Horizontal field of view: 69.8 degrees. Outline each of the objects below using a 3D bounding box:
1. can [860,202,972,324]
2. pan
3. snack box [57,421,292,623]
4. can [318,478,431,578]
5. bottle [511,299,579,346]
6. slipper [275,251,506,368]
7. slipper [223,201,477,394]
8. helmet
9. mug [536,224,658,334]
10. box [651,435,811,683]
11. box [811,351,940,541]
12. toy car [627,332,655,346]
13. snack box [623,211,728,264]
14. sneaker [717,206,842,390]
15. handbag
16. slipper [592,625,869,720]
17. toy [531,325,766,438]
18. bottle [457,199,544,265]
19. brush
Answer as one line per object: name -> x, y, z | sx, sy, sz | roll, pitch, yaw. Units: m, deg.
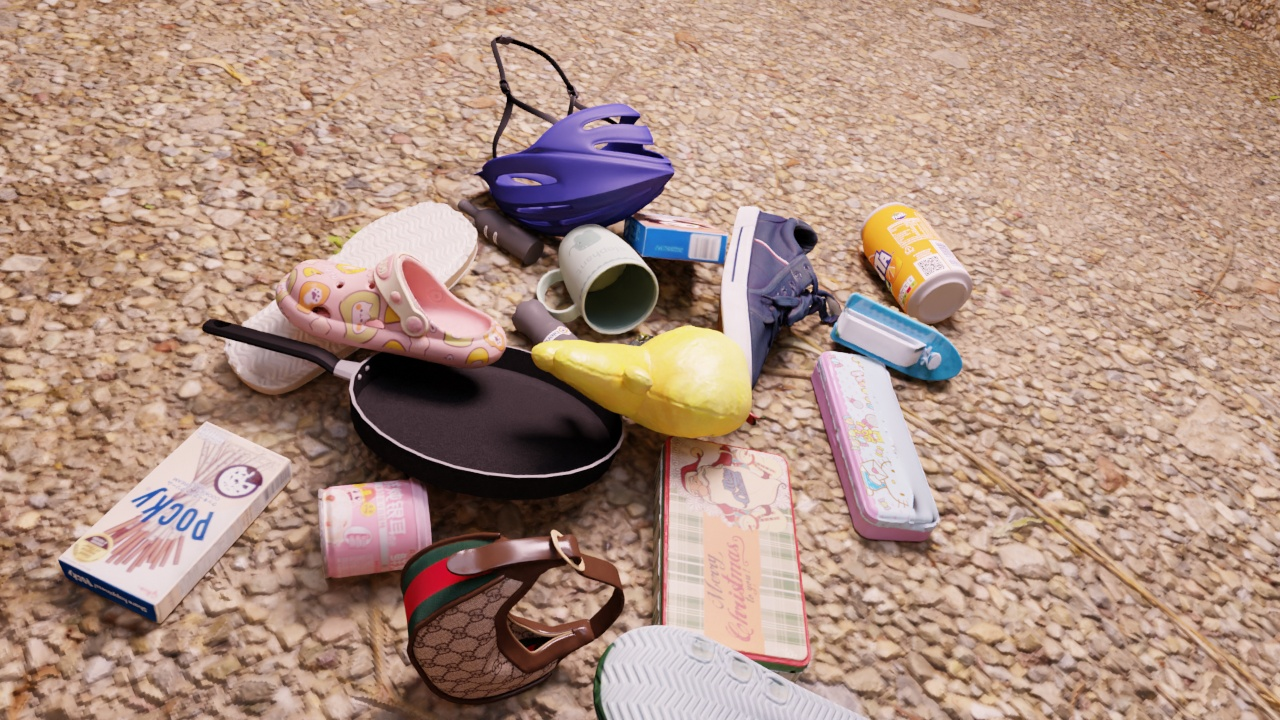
can -> 0.314, -0.114, 1.057 | 0.079, 0.079, 0.142 | -3, 45, -18
pan -> -0.189, 0.027, 0.761 | 0.356, 0.034, 0.225 | 15, 23, -1
snack box -> -0.339, 0.115, 0.681 | 0.082, 0.026, 0.149 | 22, 42, 7
can -> -0.196, 0.124, 0.679 | 0.076, 0.067, 0.067 | -4, 46, -18
bottle -> -0.081, -0.016, 0.880 | 0.036, 0.036, 0.110 | -25, 55, -34
slipper -> -0.207, -0.055, 0.787 | 0.197, 0.082, 0.093 | 16, 25, -8
slipper -> -0.264, -0.059, 0.867 | 0.114, 0.054, 0.271 | 32, 54, 17
helmet -> -0.082, -0.248, 0.986 | 0.242, 0.228, 0.147 | -6, 8, 32
mug -> -0.052, -0.081, 0.934 | 0.111, 0.084, 0.104 | -29, 44, -6
box -> 0.068, 0.154, 0.732 | 0.117, 0.050, 0.205 | 9, 44, -4
box -> 0.218, 0.074, 0.865 | 0.076, 0.036, 0.213 | 5, 43, -10
toy car -> -0.005, 0.005, 0.884 | 0.039, 0.027, 0.089 | 36, 45, 17
snack box -> 0.034, -0.134, 0.990 | 0.087, 0.034, 0.151 | 5, 14, -10
sneaker -> 0.144, -0.059, 0.939 | 0.127, 0.121, 0.293 | 7, 39, 11
handbag -> -0.080, 0.160, 0.596 | 0.138, 0.167, 0.063 | -16, 49, -7
slipper -> 0.076, 0.262, 0.606 | 0.245, 0.074, 0.103 | 25, 42, -12
toy -> 0.013, 0.015, 0.769 | 0.207, 0.092, 0.134 | 4, 8, -28
bottle -> -0.157, -0.145, 1.001 | 0.113, 0.030, 0.030 | 35, 46, 21
brush -> 0.268, -0.017, 0.948 | 0.136, 0.055, 0.075 | 25, 22, 4
